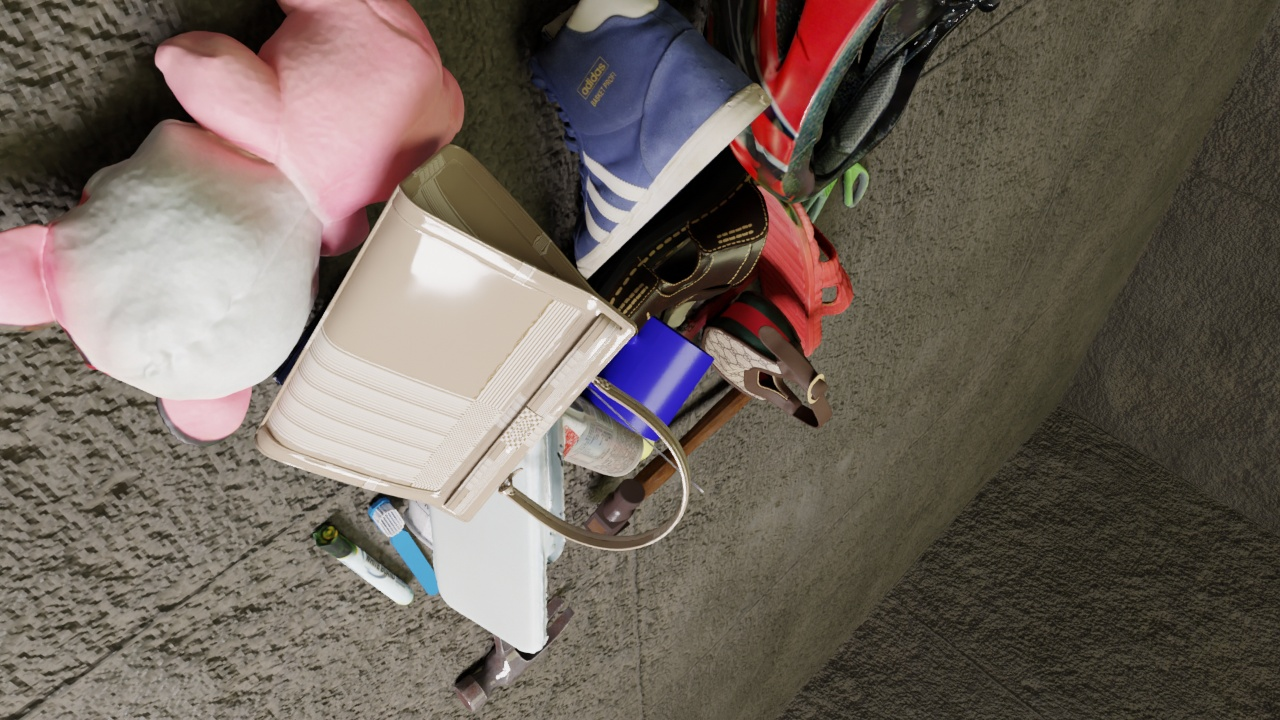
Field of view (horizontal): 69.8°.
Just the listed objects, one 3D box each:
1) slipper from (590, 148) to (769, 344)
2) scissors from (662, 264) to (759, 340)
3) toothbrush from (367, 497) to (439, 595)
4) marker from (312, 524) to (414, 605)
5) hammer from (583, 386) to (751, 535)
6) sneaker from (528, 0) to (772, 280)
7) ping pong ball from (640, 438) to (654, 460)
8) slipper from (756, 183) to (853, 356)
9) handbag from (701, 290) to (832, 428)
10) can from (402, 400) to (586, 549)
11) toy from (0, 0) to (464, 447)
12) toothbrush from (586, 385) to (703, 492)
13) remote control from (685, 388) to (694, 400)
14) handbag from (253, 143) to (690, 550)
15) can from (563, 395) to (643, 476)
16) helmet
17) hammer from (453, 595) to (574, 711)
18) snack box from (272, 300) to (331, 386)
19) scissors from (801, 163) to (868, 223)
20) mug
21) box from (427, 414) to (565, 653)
[{"bbox_3d":[0.035,-0.074,0.676,0.267,0.076,0.113,-46,-178,-23],"label":"slipper"},{"bbox_3d":[0.046,-0.043,0.828,0.186,0.015,0.180,-19,139,-46],"label":"scissors"},{"bbox_3d":[-0.178,0.151,0.715,0.016,0.014,0.167,-41,151,-21],"label":"toothbrush"},{"bbox_3d":[-0.202,0.155,0.682,0.017,0.017,0.146,-44,152,-16],"label":"marker"},{"bbox_3d":[0.061,0.075,0.943,0.322,0.033,0.116,-39,170,-34],"label":"hammer"},{"bbox_3d":[-0.026,-0.139,0.563,0.091,0.118,0.234,-46,-174,-22],"label":"sneaker"},{"bbox_3d":[-0.007,0.075,0.855,0.040,0.040,0.040,-37,148,-28],"label":"ping pong ball"},{"bbox_3d":[0.152,-0.084,0.849,0.059,0.103,0.249,-34,152,-5],"label":"slipper"},{"bbox_3d":[0.124,0.006,0.852,0.063,0.138,0.167,-46,171,-10],"label":"handbag"},{"bbox_3d":[-0.106,0.074,0.666,0.136,0.078,0.078,-54,152,3],"label":"can"},{"bbox_3d":[-0.167,-0.070,0.402,0.213,0.084,0.142,-50,152,-11],"label":"toy"},{"bbox_3d":[-0.020,0.040,0.645,0.010,0.181,0.010,-48,147,-4],"label":"toothbrush"},{"bbox_3d":[0.039,0.026,0.840,0.046,0.009,0.124,-52,-179,9],"label":"remote control"},{"bbox_3d":[-0.063,0.027,0.450,0.176,0.198,0.062,-48,-169,33],"label":"handbag"},{"bbox_3d":[-0.047,0.061,0.766,0.054,0.054,0.135,-54,153,2],"label":"can"},{"bbox_3d":[0.136,-0.231,0.579,0.272,0.167,0.217,-58,164,-2],"label":"helmet"},{"bbox_3d":[-0.122,0.204,0.839,0.137,0.035,0.315,-35,147,-30],"label":"hammer"},{"bbox_3d":[-0.148,0.005,0.577,0.082,0.027,0.150,-55,151,2],"label":"snack box"},{"bbox_3d":[0.194,-0.189,0.881,0.167,0.023,0.171,-43,149,-5],"label":"scissors"},{"bbox_3d":[-0.004,0.004,0.744,0.083,0.079,0.111,-55,140,4],"label":"mug"},{"bbox_3d":[-0.077,0.083,0.559,0.106,0.124,0.216,-14,121,-22],"label":"box"}]
